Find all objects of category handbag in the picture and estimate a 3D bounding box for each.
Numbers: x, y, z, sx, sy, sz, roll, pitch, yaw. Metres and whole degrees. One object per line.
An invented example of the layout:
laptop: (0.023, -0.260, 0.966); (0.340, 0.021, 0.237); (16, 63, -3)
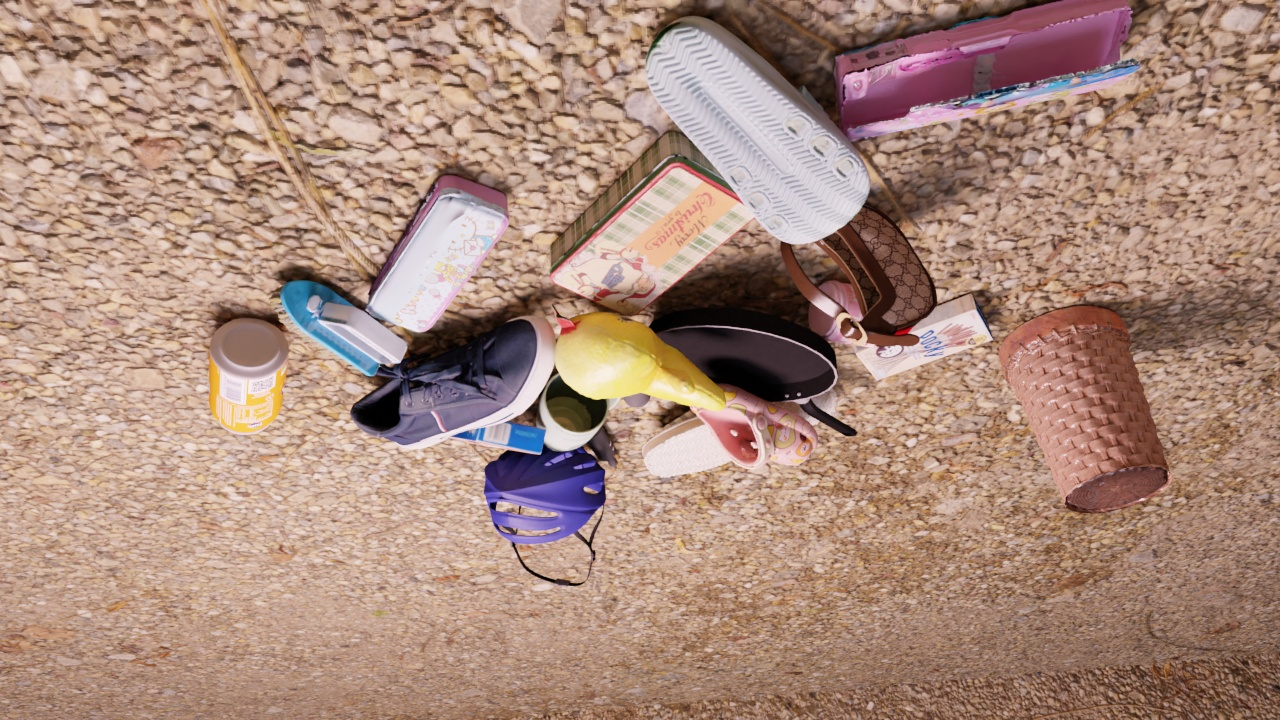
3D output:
handbag: (0.205, -0.080, 0.883); (0.138, 0.166, 0.063); (-8, 150, -27)

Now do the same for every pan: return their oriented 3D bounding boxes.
pan: (0.157, 0.021, 1.095); (0.226, 0.034, 0.356); (-10, 151, 44)

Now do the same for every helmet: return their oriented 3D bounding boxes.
helmet: (-0.128, 0.215, 1.239); (0.148, 0.228, 0.241); (5, -171, 21)

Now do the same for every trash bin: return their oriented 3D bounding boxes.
trash bin: (0.539, 0.060, 1.108); (0.151, 0.209, 0.151); (-4, 146, -3)

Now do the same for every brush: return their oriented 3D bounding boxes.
brush: (-0.317, -0.039, 0.961); (0.075, 0.055, 0.136); (-3, 148, 38)

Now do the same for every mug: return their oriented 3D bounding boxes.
mug: (-0.077, 0.065, 1.158); (0.111, 0.084, 0.104); (-21, 164, -24)

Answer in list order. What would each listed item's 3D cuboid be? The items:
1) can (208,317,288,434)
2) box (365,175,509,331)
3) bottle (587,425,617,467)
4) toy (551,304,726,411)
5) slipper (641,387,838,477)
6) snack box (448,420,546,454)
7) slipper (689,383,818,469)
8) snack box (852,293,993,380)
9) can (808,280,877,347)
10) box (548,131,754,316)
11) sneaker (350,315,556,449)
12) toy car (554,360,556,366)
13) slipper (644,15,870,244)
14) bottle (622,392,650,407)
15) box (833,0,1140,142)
can: (-0.440, 0.021, 1.029); (0.079, 0.079, 0.143); (8, 145, -20)
box: (-0.205, -0.100, 0.916); (0.076, 0.036, 0.215); (16, 142, -29)
bottle: (-0.053, 0.121, 1.283); (0.030, 0.030, 0.113); (-12, 147, 10)
toy: (-0.006, 0.006, 0.978); (0.207, 0.092, 0.134); (17, 177, -11)
slipper: (0.131, 0.085, 1.235); (0.273, 0.054, 0.114); (-21, 143, 9)
snack box: (-0.191, 0.090, 1.154); (0.087, 0.034, 0.151); (16, 171, -29)
slipper: (0.135, 0.095, 1.137); (0.197, 0.081, 0.093); (29, 151, -32)
snack box: (0.342, -0.026, 1.115); (0.150, 0.026, 0.082); (-22, 143, 25)
can: (0.236, -0.051, 1.024); (0.076, 0.067, 0.067); (8, 145, -20)
box: (0.008, -0.125, 0.896); (0.117, 0.050, 0.206); (21, 138, -35)
sneaker: (-0.226, 0.019, 1.036); (0.295, 0.120, 0.127); (-25, 155, 32)
toy car: (-0.063, -0.012, 1.079); (0.090, 0.027, 0.039); (-11, 143, 13)
slipper: (0.104, -0.198, 0.780); (0.104, 0.074, 0.245); (-32, 123, 33)
bottle: (-0.007, 0.019, 1.126); (0.036, 0.036, 0.110); (-6, 147, 0)
box: (0.281, -0.225, 0.754); (0.230, 0.076, 0.085); (-11, 147, 8)
